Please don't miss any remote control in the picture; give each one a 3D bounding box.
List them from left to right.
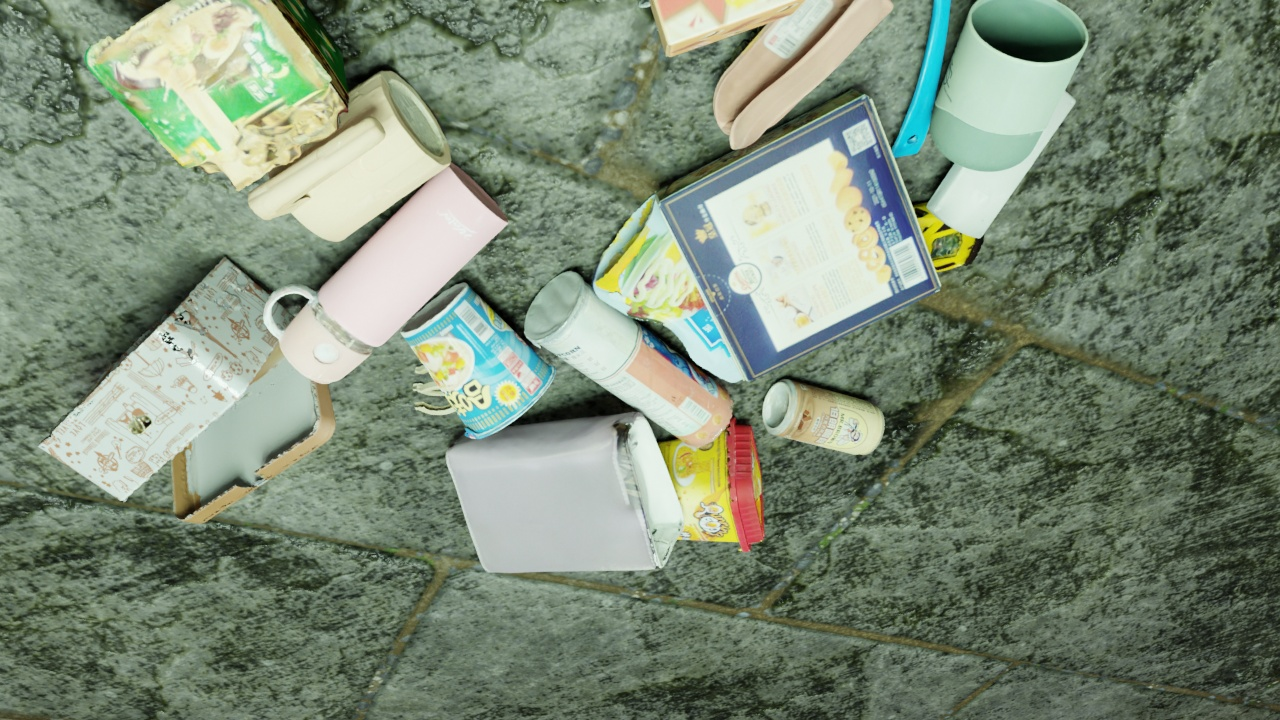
[{"bbox_3d":[0.294,-0.168,0.753,0.056,0.019,0.135,23,109,-22],"label":"remote control"}]

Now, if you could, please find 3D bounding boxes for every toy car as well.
[{"bbox_3d":[0.222,-0.102,0.811,0.156,0.041,0.071,-6,133,-3],"label":"toy car"}]

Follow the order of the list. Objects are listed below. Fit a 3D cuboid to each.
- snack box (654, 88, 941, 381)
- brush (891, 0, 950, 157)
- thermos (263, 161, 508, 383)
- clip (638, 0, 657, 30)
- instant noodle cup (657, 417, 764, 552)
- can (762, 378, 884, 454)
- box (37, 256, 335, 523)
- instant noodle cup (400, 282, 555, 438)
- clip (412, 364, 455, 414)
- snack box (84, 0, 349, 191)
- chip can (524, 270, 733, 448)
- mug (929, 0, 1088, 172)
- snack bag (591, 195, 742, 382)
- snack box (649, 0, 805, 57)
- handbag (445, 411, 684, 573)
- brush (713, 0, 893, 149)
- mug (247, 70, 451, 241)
[{"bbox_3d":[0.129,-0.098,0.752,0.182,0.045,0.178,-26,115,7],"label":"snack box"},{"bbox_3d":[0.220,-0.255,0.670,0.083,0.045,0.255,-13,139,-11],"label":"brush"},{"bbox_3d":[-0.203,-0.071,0.716,0.199,0.067,0.087,-41,116,8],"label":"thermos"},{"bbox_3d":[0.026,-0.258,0.644,0.056,0.024,0.028,-26,128,22],"label":"clip"},{"bbox_3d":[0.061,0.133,0.959,0.124,0.115,0.116,-6,135,12],"label":"instant noodle cup"},{"bbox_3d":[0.187,0.059,0.941,0.116,0.058,0.059,15,128,-22],"label":"can"},{"bbox_3d":[-0.355,0.038,0.766,0.182,0.148,0.158,-35,114,21],"label":"box"},{"bbox_3d":[-0.144,-0.004,0.792,0.099,0.099,0.110,-30,112,17],"label":"instant noodle cup"},{"bbox_3d":[-0.162,0.020,0.860,0.103,0.034,0.076,-5,133,-12],"label":"clip"},{"bbox_3d":[-0.258,-0.196,0.592,0.118,0.105,0.117,-26,128,12],"label":"snack box"},{"bbox_3d":[-0.005,0.005,0.847,0.071,0.071,0.214,-37,128,22],"label":"chip can"},{"bbox_3d":[0.267,-0.210,0.678,0.082,0.111,0.106,14,146,8],"label":"mug"},{"bbox_3d":[0.055,-0.059,0.814,0.191,0.039,0.110,31,93,-31],"label":"snack bag"},{"bbox_3d":[0.047,-0.257,0.586,0.094,0.077,0.093,-18,103,6],"label":"snack box"},{"bbox_3d":[-0.073,0.125,0.890,0.197,0.098,0.145,-8,116,24],"label":"handbag"},{"bbox_3d":[0.108,-0.218,0.661,0.063,0.073,0.146,27,124,-31],"label":"brush"},{"bbox_3d":[-0.204,-0.142,0.644,0.104,0.124,0.084,-29,102,14],"label":"mug"}]
